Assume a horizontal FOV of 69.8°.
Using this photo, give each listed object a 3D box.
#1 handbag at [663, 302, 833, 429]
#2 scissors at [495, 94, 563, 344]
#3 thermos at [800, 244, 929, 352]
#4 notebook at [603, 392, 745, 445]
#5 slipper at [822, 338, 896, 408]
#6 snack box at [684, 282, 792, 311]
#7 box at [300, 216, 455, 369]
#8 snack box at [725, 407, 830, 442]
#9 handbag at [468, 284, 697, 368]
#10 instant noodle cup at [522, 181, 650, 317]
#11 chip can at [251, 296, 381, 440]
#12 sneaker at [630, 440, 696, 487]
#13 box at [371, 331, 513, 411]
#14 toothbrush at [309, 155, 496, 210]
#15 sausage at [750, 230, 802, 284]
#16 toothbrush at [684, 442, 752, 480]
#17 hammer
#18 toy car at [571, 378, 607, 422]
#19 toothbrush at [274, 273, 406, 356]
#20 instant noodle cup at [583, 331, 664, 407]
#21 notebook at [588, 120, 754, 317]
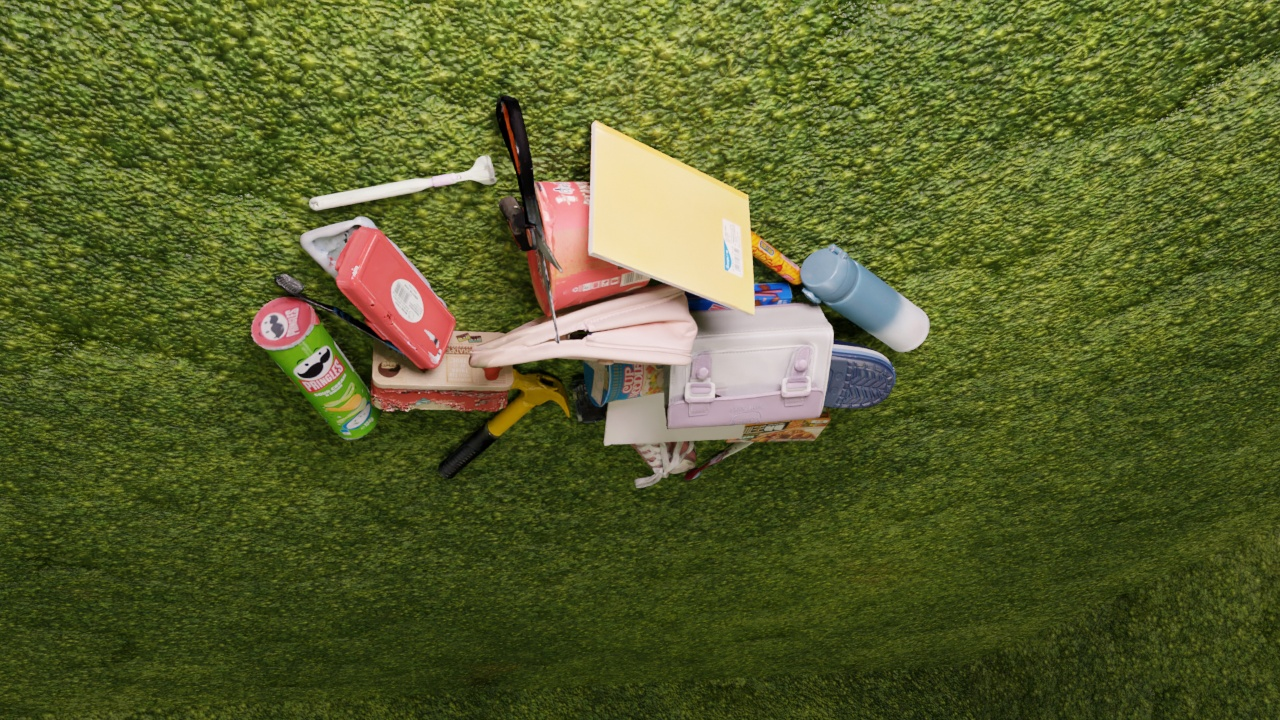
[{"bbox_3d":[0.126,0.013,1.121,0.197,0.098,0.145,-4,125,-4],"label":"handbag"},{"bbox_3d":[-0.106,-0.129,0.855,0.021,0.233,0.221,-13,-170,-13],"label":"scissors"},{"bbox_3d":[0.278,-0.074,1.137,0.070,0.070,0.220,-31,142,33],"label":"thermos"},{"bbox_3d":[0.057,0.054,1.289,0.209,0.012,0.151,-1,123,-13],"label":"notebook"},{"bbox_3d":[0.210,0.005,1.226,0.253,0.095,0.105,2,122,2],"label":"slipper"},{"bbox_3d":[0.105,-0.061,1.154,0.157,0.026,0.085,-4,149,-7],"label":"snack box"},{"bbox_3d":[-0.289,-0.074,1.007,0.100,0.095,0.201,8,156,21],"label":"box"},{"bbox_3d":[0.215,0.100,1.444,0.153,0.026,0.075,0,147,-13],"label":"snack box"},{"bbox_3d":[-0.073,-0.025,1.002,0.233,0.093,0.193,-9,-176,-21],"label":"handbag"},{"bbox_3d":[-0.053,-0.119,0.928,0.108,0.137,0.138,-9,150,-15],"label":"instant noodle cup"},{"bbox_3d":[-0.389,0.016,1.124,0.072,0.072,0.236,-9,149,1],"label":"chip can"},{"bbox_3d":[0.029,0.132,1.394,0.118,0.087,0.241,-18,148,15],"label":"sneaker"},{"bbox_3d":[-0.248,0.019,1.142,0.168,0.091,0.078,1,145,-15],"label":"box"},{"bbox_3d":[-0.236,-0.170,0.905,0.189,0.020,0.029,-10,119,5],"label":"toothbrush"},{"bbox_3d":[0.145,-0.124,1.063,0.022,0.021,0.165,-29,143,31],"label":"sausage"},{"bbox_3d":[0.139,0.162,1.539,0.017,0.016,0.188,9,146,-39],"label":"toothbrush"},{"bbox_3d":[-0.213,0.100,1.342,0.128,0.032,0.302,18,140,-34],"label":"hammer"},{"bbox_3d":[-0.070,0.055,1.299,0.049,0.031,0.106,-7,148,-1],"label":"toy car"},{"bbox_3d":[-0.331,-0.046,1.051,0.189,0.014,0.016,34,120,-28],"label":"toothbrush"},{"bbox_3d":[-0.007,0.007,1.186,0.109,0.099,0.099,-4,150,-22],"label":"instant noodle cup"},{"bbox_3d":[0.035,-0.136,0.902,0.206,0.145,0.010,17,152,-36],"label":"notebook"}]
